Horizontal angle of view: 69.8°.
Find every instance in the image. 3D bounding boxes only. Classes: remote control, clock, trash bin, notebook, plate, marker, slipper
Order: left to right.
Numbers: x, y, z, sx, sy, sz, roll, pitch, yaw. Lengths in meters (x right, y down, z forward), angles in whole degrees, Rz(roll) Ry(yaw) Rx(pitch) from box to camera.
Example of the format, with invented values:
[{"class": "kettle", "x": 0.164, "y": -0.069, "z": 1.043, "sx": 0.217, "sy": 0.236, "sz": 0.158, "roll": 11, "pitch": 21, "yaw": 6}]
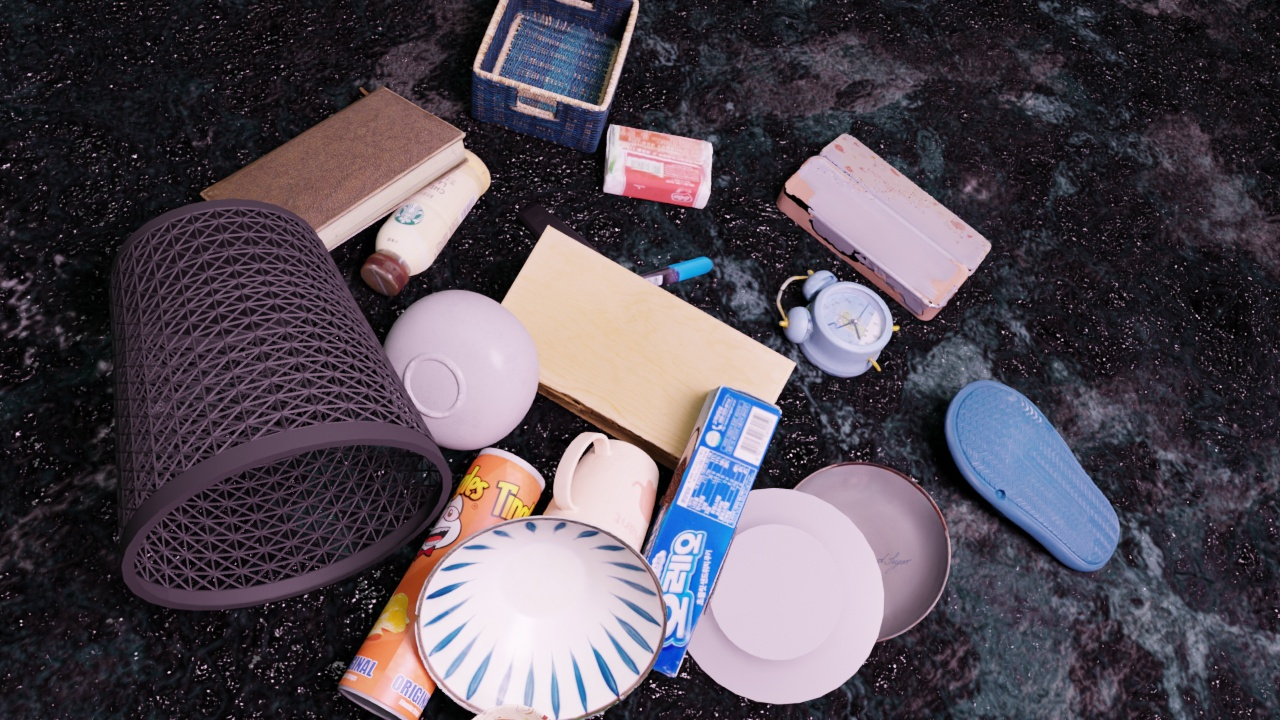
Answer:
[{"class": "trash bin", "x": -0.287, "y": 0.023, "z": 0.688, "sx": 0.216, "sy": 0.217, "sz": 0.243, "roll": -17, "pitch": 60, "yaw": -21}, {"class": "notebook", "x": -0.295, "y": -0.184, "z": 0.866, "sx": 0.215, "sy": 0.034, "sz": 0.190, "roll": -39, "pitch": 55, "yaw": -22}, {"class": "remote control", "x": -0.072, "y": -0.113, "z": 0.918, "sx": 0.125, "sy": 0.010, "sz": 0.039, "roll": 43, "pitch": 61, "yaw": 11}, {"class": "marker", "x": 0.017, "y": -0.083, "z": 0.918, "sx": 0.122, "sy": 0.018, "sz": 0.015, "roll": -18, "pitch": 35, "yaw": -24}, {"class": "plate", "x": 0.111, "y": 0.189, "z": 0.750, "sx": 0.173, "sy": 0.019, "sz": 0.172, "roll": -3, "pitch": 72, "yaw": 9}, {"class": "clock", "x": 0.193, "y": -0.040, "z": 0.917, "sx": 0.124, "sy": 0.052, "sz": 0.088, "roll": 31, "pitch": 61, "yaw": 4}, {"class": "slipper", "x": 0.365, "y": 0.115, "z": 0.871, "sx": 0.213, "sy": 0.059, "sz": 0.103, "roll": 47, "pitch": 69, "yaw": -2}]

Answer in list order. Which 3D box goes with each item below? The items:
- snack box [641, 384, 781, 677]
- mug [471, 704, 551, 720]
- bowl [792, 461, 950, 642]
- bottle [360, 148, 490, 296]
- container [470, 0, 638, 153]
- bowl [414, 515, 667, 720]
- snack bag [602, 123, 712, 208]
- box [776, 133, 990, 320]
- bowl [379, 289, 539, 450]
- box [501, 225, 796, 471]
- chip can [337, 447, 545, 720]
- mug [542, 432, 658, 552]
[{"class": "snack box", "x": 0.043, "y": 0.132, "z": 0.734, "sx": 0.059, "sy": 0.059, "sz": 0.226, "roll": 22, "pitch": 84, "yaw": -2}, {"class": "mug", "x": -0.077, "y": 0.284, "z": 0.648, "sx": 0.121, "sy": 0.097, "sz": 0.081, "roll": -18, "pitch": 67, "yaw": -22}, {"class": "bowl", "x": 0.185, "y": 0.166, "z": 0.787, "sx": 0.151, "sy": 0.057, "sz": 0.150, "roll": -3, "pitch": 69, "yaw": 7}, {"class": "bottle", "x": -0.205, "y": -0.132, "z": 0.870, "sx": 0.056, "sy": 0.057, "sz": 0.161, "roll": 27, "pitch": 59, "yaw": 2}, {"class": "container", "x": -0.092, "y": -0.329, "z": 0.997, "sx": 0.145, "sy": 0.071, "sz": 0.187, "roll": 16, "pitch": 59, "yaw": -4}, {"class": "bowl", "x": -0.072, "y": 0.176, "z": 0.677, "sx": 0.177, "sy": 0.177, "sz": 0.070, "roll": 8, "pitch": 20, "yaw": -9}, {"class": "snack bag", "x": 0.018, "y": -0.206, "z": 0.976, "sx": 0.116, "sy": 0.036, "sz": 0.076, "roll": 8, "pitch": 59, "yaw": -9}, {"class": "box", "x": 0.272, "y": -0.155, "z": 1.014, "sx": 0.216, "sy": 0.059, "sz": 0.153, "roll": 41, "pitch": 62, "yaw": 11}, {"class": "bowl", "x": -0.155, "y": 0.012, "z": 0.754, "sx": 0.132, "sy": 0.132, "sz": 0.064, "roll": 33, "pitch": 22, "yaw": 5}, {"class": "box", "x": -0.007, "y": 0.008, "z": 0.835, "sx": 0.249, "sy": 0.123, "sz": 0.140, "roll": 29, "pitch": 85, "yaw": 4}, {"class": "chip can", "x": -0.149, "y": 0.171, "z": 0.713, "sx": 0.062, "sy": 0.062, "sz": 0.209, "roll": 27, "pitch": 59, "yaw": 2}, {"class": "mug", "x": -0.035, "y": 0.111, "z": 0.749, "sx": 0.085, "sy": 0.111, "sz": 0.104, "roll": 1, "pitch": 42, "yaw": 29}]
